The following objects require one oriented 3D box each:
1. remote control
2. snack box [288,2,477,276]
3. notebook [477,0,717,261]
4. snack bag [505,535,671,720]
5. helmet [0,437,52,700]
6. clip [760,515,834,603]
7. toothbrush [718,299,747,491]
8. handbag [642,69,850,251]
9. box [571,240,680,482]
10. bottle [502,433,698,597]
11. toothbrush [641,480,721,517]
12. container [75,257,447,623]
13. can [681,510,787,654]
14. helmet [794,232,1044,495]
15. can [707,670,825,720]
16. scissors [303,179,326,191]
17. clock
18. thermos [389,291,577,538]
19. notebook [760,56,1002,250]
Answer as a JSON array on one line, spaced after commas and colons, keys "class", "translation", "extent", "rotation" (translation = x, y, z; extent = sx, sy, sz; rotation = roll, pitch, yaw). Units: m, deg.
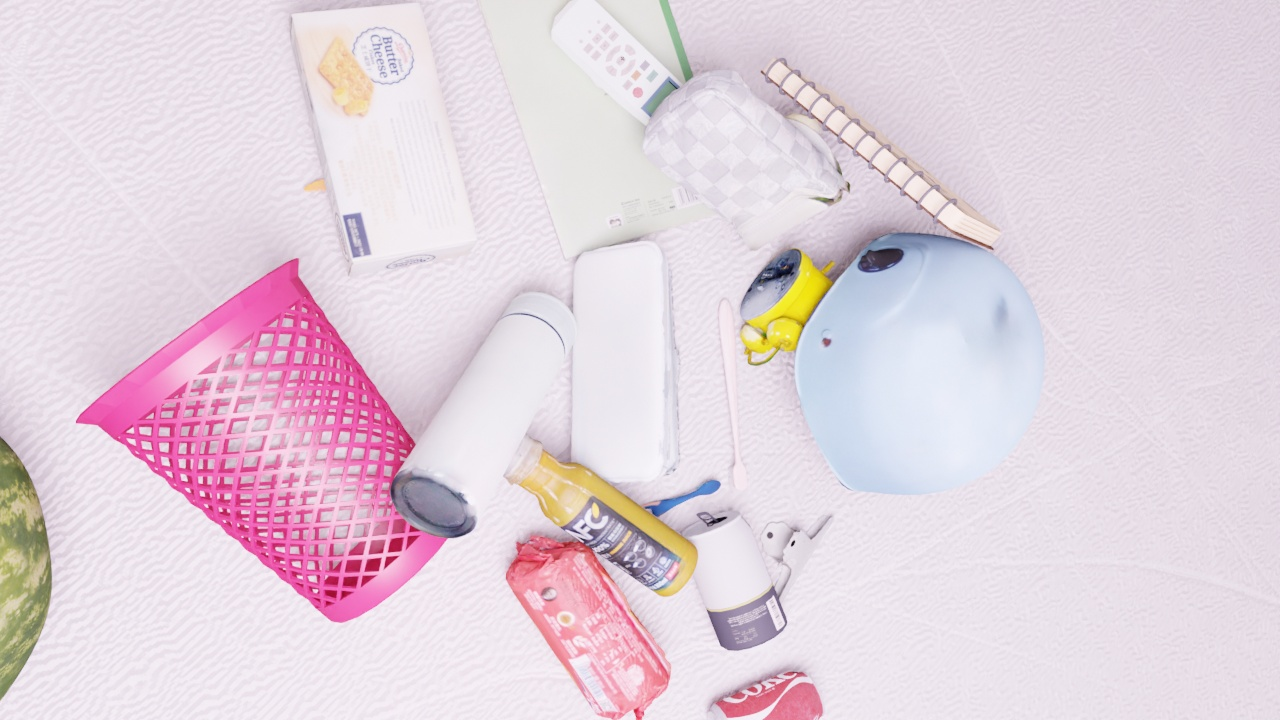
[{"class": "remote control", "translation": [-0.018, -0.268, 0.839], "extent": [0.143, 0.024, 0.049], "rotation": [41, 79, -9]}, {"class": "snack box", "translation": [-0.211, -0.181, 0.756], "extent": [0.104, 0.058, 0.208], "rotation": [-14, 88, -20]}, {"class": "notebook", "translation": [-0.027, -0.237, 0.854], "extent": [0.181, 0.010, 0.252], "rotation": [-19, 91, -17]}, {"class": "snack bag", "translation": [-0.041, 0.222, 0.772], "extent": [0.082, 0.082, 0.176], "rotation": [-35, 96, -17]}, {"class": "helmet", "translation": [-0.491, 0.151, 0.560], "extent": [0.213, 0.246, 0.244], "rotation": [13, 121, 0]}, {"class": "clip", "translation": [0.143, 0.177, 0.860], "extent": [0.054, 0.038, 0.101], "rotation": [41, 74, -23]}, {"class": "toothbrush", "translation": [0.085, 0.032, 0.862], "extent": [0.015, 0.018, 0.181], "rotation": [-2, 83, -18]}, {"class": "handbag", "translation": [0.091, -0.191, 0.820], "extent": [0.171, 0.113, 0.123], "rotation": [33, 48, -29]}, {"class": "box", "translation": [-0.005, 0.005, 0.830], "extent": [0.108, 0.109, 0.216], "rotation": [-2, 81, 26]}, {"class": "bottle", "translation": [-0.036, 0.126, 0.759], "extent": [0.186, 0.053, 0.053], "rotation": [38, 76, -17]}, {"class": "toothbrush", "translation": [0.012, 0.136, 0.831], "extent": [0.135, 0.017, 0.021], "rotation": [-21, 88, -15]}, {"class": "container", "translation": [-0.254, 0.069, 0.683], "extent": [0.183, 0.183, 0.226], "rotation": [-42, 105, -16]}, {"class": "can", "translation": [0.081, 0.192, 0.820], "extent": [0.064, 0.064, 0.127], "rotation": [-22, 92, -18]}, {"class": "helmet", "translation": [0.270, 0.002, 0.826], "extent": [0.264, 0.167, 0.225], "rotation": [-55, 127, -30]}, {"class": "can", "translation": [0.113, 0.318, 0.824], "extent": [0.096, 0.054, 0.054], "rotation": [-17, 90, -18]}, {"class": "scissors", "translation": [-0.226, -0.166, 0.786], "extent": [0.125, 0.011, 0.129], "rotation": [-16, 88, -19]}, {"class": "clock", "translation": [0.130, -0.047, 0.848], "extent": [0.057, 0.083, 0.118], "rotation": [37, 74, -17]}, {"class": "thermos", "translation": [-0.113, 0.033, 0.711], "extent": [0.068, 0.068, 0.229], "rotation": [36, 40, -11]}, {"class": "notebook", "translation": [0.216, -0.182, 0.810], "extent": [0.225, 0.167, 0.024], "rotation": [48, 114, 22]}]
